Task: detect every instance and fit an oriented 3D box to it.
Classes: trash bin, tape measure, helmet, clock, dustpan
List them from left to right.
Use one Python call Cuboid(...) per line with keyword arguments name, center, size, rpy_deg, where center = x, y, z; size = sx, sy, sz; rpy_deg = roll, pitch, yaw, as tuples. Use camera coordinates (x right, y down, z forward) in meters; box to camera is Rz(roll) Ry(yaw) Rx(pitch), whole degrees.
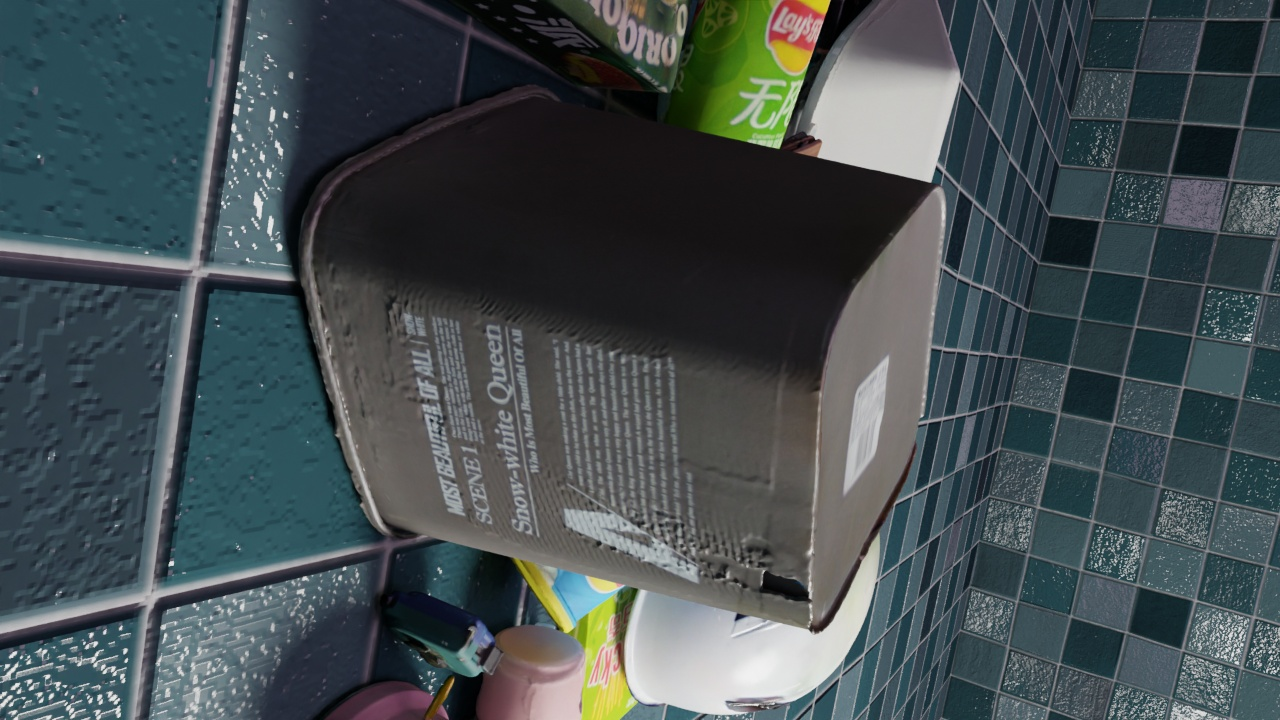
Cuboid(name="clock", center=(-0.122, 0.240, 0.457), size=(0.116, 0.060, 0.159), rpy_deg=(-39, 136, -47))
Cuboid(name="tape measure", center=(-0.100, 0.138, 0.458), size=(0.025, 0.058, 0.054), rpy_deg=(-60, 151, -30))
Cuboid(name="trash bin", center=(0.004, -0.004, 0.417), size=(0.198, 0.220, 0.199), rpy_deg=(-42, 138, -46))
Cuboid(name="helmet", center=(0.103, 0.163, 0.704), size=(0.257, 0.146, 0.229), rpy_deg=(-42, 139, -56))
Cuboid(name="dustpan", center=(0.189, -0.220, 0.832), size=(0.257, 0.142, 0.223), rpy_deg=(-88, -179, -48))

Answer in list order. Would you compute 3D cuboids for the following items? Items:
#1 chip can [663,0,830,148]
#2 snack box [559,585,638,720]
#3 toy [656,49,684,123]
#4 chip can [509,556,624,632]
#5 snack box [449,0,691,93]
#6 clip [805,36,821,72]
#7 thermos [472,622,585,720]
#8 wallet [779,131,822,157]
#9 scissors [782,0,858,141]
Cuboid(name="chip can", center=(0.048, -0.134, 0.517), size=(0.072, 0.072, 0.222), rpy_deg=(-24, 136, -56))
Cuboid(name="snack box", center=(-0.025, 0.187, 0.642), size=(0.085, 0.026, 0.156), rpy_deg=(-17, 116, -57))
Cuboid(name="toy", center=(0.052, -0.170, 0.606), size=(0.156, 0.050, 0.161), rpy_deg=(1, 103, -59))
Cuboid(name="chip can", center=(0.021, 0.068, 0.540), size=(0.210, 0.071, 0.071), rpy_deg=(-33, 135, -16))
Cuboid(name="snack box", center=(-0.051, -0.211, 0.395), size=(0.239, 0.063, 0.114), rpy_deg=(10, 93, -62))
Cuboid(name="clip", center=(0.145, -0.249, 0.780), size=(0.034, 0.013, 0.055), rpy_deg=(6, 98, -62))
Cuboid(name="thermos", center=(-0.074, 0.259, 0.554), size=(0.087, 0.067, 0.198), rpy_deg=(-103, -160, -83))
Cuboid(name="wallet", center=(0.091, -0.116, 0.682), size=(0.124, 0.032, 0.101), rpy_deg=(-38, 153, -56))
Cuboid(name="scissors", center=(0.154, -0.253, 0.764), size=(0.197, 0.015, 0.213), rpy_deg=(5, 98, -64))
